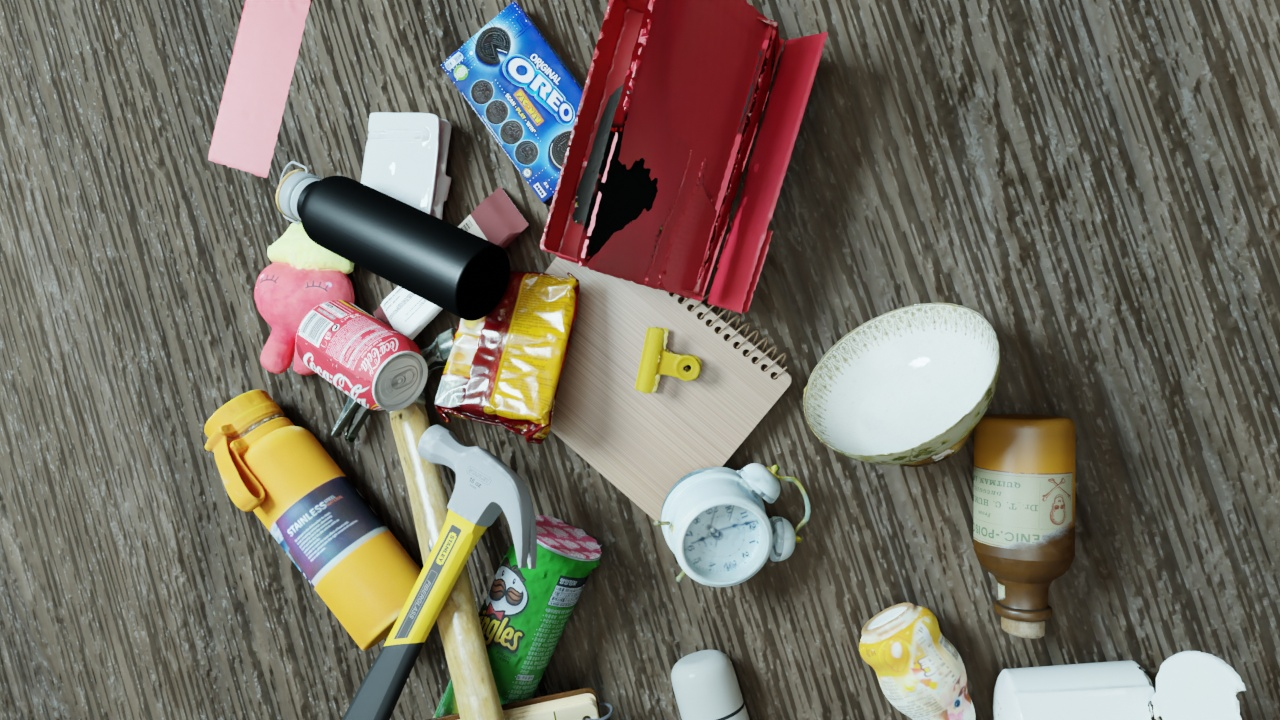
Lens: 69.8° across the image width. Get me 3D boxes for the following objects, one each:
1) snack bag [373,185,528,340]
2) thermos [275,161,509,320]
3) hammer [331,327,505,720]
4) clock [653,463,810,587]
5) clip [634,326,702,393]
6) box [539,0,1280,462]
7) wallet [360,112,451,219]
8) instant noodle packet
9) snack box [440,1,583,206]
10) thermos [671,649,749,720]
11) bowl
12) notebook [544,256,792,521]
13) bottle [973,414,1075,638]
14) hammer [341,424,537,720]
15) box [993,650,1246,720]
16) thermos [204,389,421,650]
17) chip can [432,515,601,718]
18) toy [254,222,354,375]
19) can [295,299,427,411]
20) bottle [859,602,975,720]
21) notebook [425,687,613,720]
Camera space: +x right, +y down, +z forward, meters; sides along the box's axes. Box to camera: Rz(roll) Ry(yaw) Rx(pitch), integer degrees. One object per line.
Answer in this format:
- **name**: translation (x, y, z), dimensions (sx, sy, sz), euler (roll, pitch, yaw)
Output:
- **snack bag**: translation (-0.161, -0.075, 0.771), dimensions (0.158, 0.013, 0.057), euler (-43, 56, 9)
- **thermos**: translation (-0.211, -0.103, 0.732), dimensions (0.231, 0.061, 0.061), euler (26, 96, 24)
- **hammer**: translation (-0.161, 0.143, 0.727), dimensions (0.132, 0.033, 0.330), euler (-24, 68, 12)
- **clock**: translation (0.072, 0.123, 0.703), dimensions (0.117, 0.057, 0.083), euler (-21, 106, -1)
- **clip**: translation (0.023, 0.002, 0.716), dimensions (0.049, 0.044, 0.054), euler (10, 94, -22)
- **box**: translation (0.160, -0.112, 0.589), dimensions (0.511, 0.141, 0.215), euler (19, 95, 28)
- **wallet**: translation (-0.201, -0.152, 0.780), dimensions (0.086, 0.032, 0.116), euler (13, 96, 22)
- **instant noodle packet**: translation (-0.102, -0.007, 0.719), dimensions (0.099, 0.039, 0.135), euler (7, 75, 19)
- **snack box**: translation (-0.088, -0.210, 0.753), dimensions (0.082, 0.027, 0.150), euler (-38, 84, 10)
- **thermos**: translation (0.075, 0.339, 0.715), dimensions (0.052, 0.052, 0.224), euler (-16, 87, 12)
- **bowl**: translation (0.196, 0.030, 0.662), dimensions (0.145, 0.145, 0.063), euler (-32, 121, 11)
- **notebook**: translation (-0.004, 0.004, 0.742), dimensions (0.210, 0.022, 0.169), euler (40, 99, 9)
- **bottle**: translation (0.275, 0.119, 0.660), dimensions (0.068, 0.067, 0.157), euler (0, 91, 12)
- **hammer**: translation (-0.179, 0.217, 0.683), dimensions (0.127, 0.029, 0.323), euler (25, 86, 24)
- **box**: translation (0.317, 0.241, 0.619), dimensions (0.137, 0.143, 0.083), euler (-9, 62, 10)
- **thermos**: translation (-0.273, 0.128, 0.767), dimensions (0.076, 0.091, 0.232), euler (-39, 83, -10)
- **chip can**: translation (-0.108, 0.238, 0.743), dimensions (0.075, 0.075, 0.223), euler (26, 97, 10)
- **toy**: translation (-0.292, -0.053, 0.791), dimensions (0.092, 0.045, 0.135), euler (11, 87, 14)
- **can**: translation (-0.225, -0.004, 0.741), dimensions (0.105, 0.064, 0.064), euler (27, 97, 33)
- **bottle**: translation (0.210, 0.237, 0.678), dimensions (0.063, 0.063, 0.109), euler (-31, 83, 11)
- **notebook**: translation (-0.089, 0.376, 0.722), dimensions (0.167, 0.024, 0.225), euler (-10, 102, -5)
